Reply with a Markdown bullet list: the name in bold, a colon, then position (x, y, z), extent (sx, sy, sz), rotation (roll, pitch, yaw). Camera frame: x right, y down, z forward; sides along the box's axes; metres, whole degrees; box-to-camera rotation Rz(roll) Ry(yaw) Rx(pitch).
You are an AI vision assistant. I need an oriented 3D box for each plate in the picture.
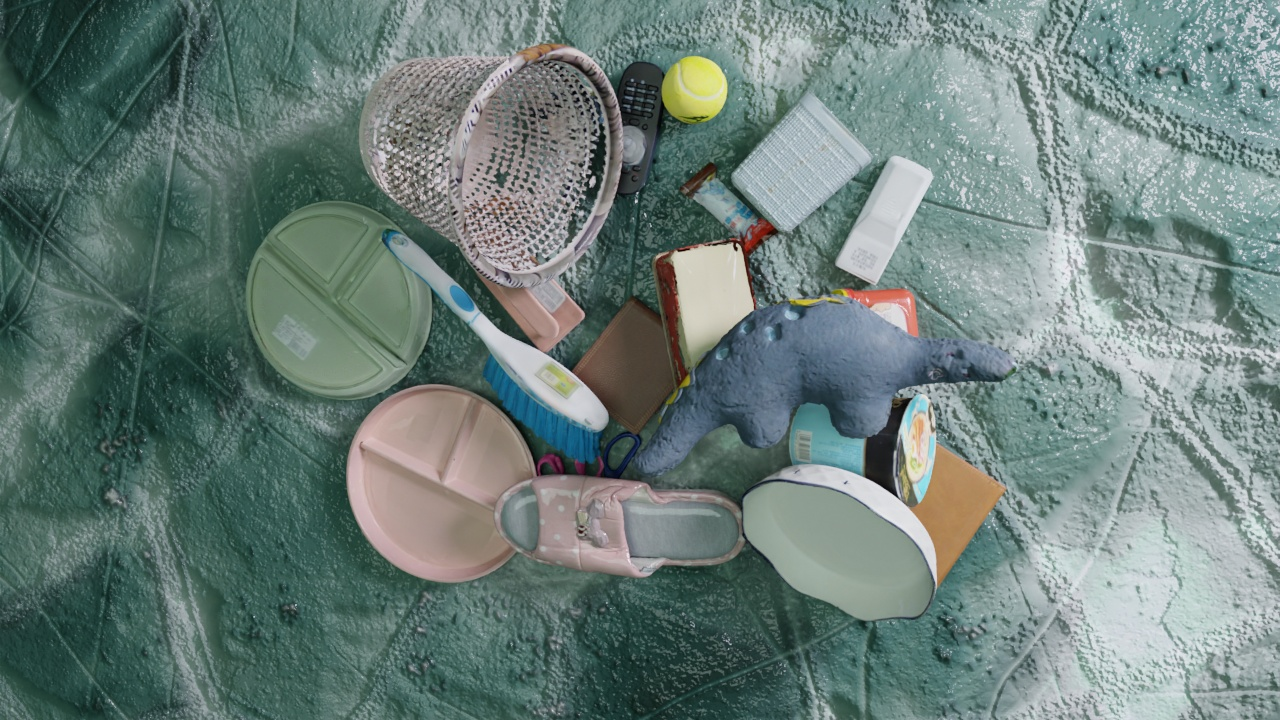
- **plate**: position (-0.224, 0.139, 1.045), extent (0.230, 0.028, 0.229), rotation (1, 97, 10)
- **plate**: position (0.197, 0.177, 0.908), extent (0.205, 0.205, 0.045), rotation (37, 57, 4)
- **plate**: position (-0.349, -0.066, 1.045), extent (0.230, 0.027, 0.230), rotation (1, 96, 11)

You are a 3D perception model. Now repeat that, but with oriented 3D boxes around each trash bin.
- **trash bin**: position (-0.159, -0.205, 0.898), extent (0.192, 0.227, 0.227), rotation (24, 101, 32)

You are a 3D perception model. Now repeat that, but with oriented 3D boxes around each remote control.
- **remote control**: position (-0.006, -0.242, 0.960), extent (0.053, 0.024, 0.136), rotation (14, 100, 7)
- **remote control**: position (0.245, -0.142, 0.925), extent (0.049, 0.024, 0.125), rotation (27, 102, 7)

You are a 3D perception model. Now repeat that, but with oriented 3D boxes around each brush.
- **brush**: position (-0.128, -0.081, 0.978), extent (0.063, 0.073, 0.145), rotation (-41, 86, 13)
- **brush**: position (-0.156, -0.017, 0.975), extent (0.314, 0.110, 0.060), rotation (37, 58, 9)

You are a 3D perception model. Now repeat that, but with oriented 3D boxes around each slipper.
- **slipper**: position (-0.023, 0.178, 0.980), extent (0.274, 0.054, 0.114), rotation (4, 104, 4)

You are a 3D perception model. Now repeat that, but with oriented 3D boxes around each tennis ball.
- **tennis ball**: position (0.054, -0.272, 0.924), extent (0.065, 0.065, 0.065), rotation (1, 97, 10)

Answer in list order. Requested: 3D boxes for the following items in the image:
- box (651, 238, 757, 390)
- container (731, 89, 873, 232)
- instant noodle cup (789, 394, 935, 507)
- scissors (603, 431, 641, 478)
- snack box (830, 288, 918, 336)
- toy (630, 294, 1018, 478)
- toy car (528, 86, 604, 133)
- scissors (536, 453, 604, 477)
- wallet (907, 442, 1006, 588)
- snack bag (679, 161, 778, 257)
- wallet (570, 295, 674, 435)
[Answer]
- **box**: position (0.072, -0.034, 0.929), extent (0.091, 0.077, 0.168), rotation (-12, 94, -14)
- **container**: position (0.155, -0.191, 0.905), extent (0.112, 0.090, 0.090), rotation (-43, 87, 15)
- **instant noodle cup**: position (0.217, 0.082, 0.911), extent (0.121, 0.111, 0.111), rotation (5, 98, 35)
- **scissors**: position (-0.034, 0.156, 1.020), extent (0.176, 0.012, 0.162), rotation (12, 100, 10)
- **snack box**: position (0.232, -0.029, 0.914), extent (0.080, 0.082, 0.091), rotation (-7, 94, 1)
- **toy**: position (0.151, 0.011, 0.843), extent (0.357, 0.091, 0.137), rotation (-14, 79, 14)
- **toy car**: position (-0.075, -0.263, 0.966), extent (0.091, 0.034, 0.043), rotation (1, 101, 25)
- **scissors**: position (-0.078, 0.162, 1.019), extent (0.093, 0.017, 0.137), rotation (5, 103, 11)
- **wallet**: position (0.294, 0.155, 0.947), extent (0.108, 0.031, 0.132), rotation (32, 97, 7)
- **snack bag**: position (0.092, -0.156, 0.951), extent (0.048, 0.026, 0.104), rotation (-42, 88, 0)
- **wallet**: position (-0.006, 0.006, 0.988), extent (0.101, 0.032, 0.125), rotation (38, 102, 1)
